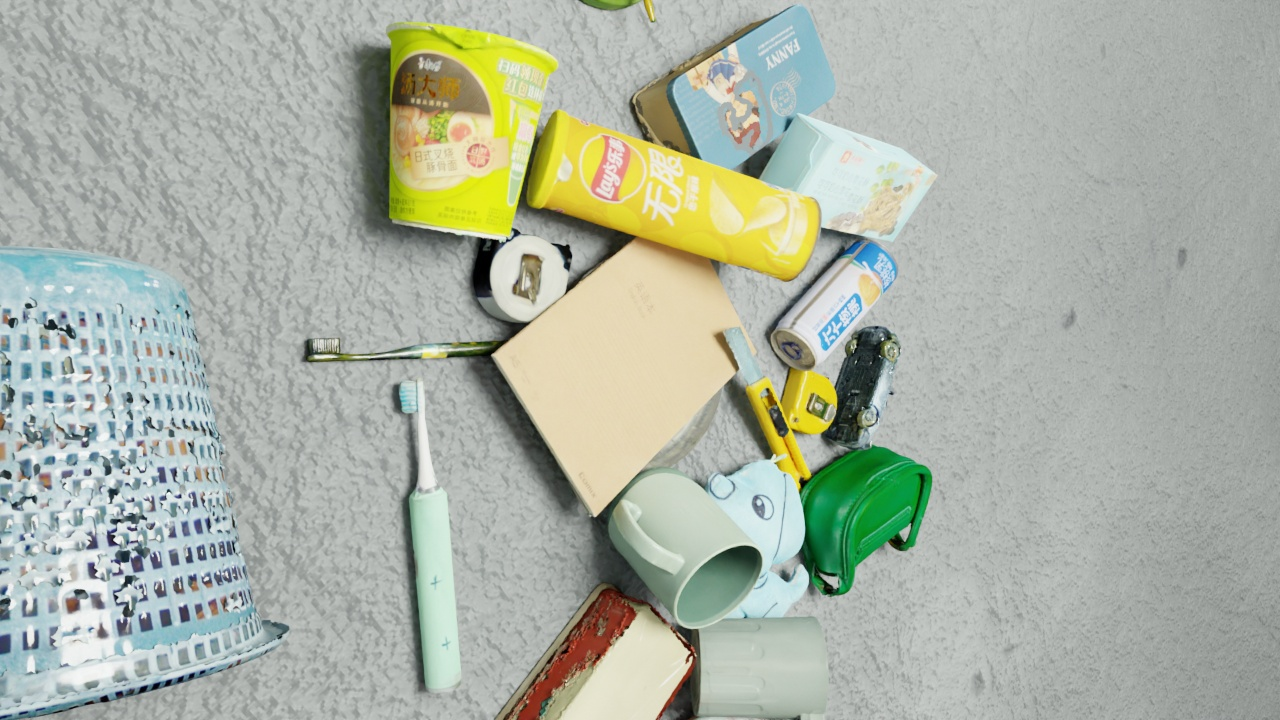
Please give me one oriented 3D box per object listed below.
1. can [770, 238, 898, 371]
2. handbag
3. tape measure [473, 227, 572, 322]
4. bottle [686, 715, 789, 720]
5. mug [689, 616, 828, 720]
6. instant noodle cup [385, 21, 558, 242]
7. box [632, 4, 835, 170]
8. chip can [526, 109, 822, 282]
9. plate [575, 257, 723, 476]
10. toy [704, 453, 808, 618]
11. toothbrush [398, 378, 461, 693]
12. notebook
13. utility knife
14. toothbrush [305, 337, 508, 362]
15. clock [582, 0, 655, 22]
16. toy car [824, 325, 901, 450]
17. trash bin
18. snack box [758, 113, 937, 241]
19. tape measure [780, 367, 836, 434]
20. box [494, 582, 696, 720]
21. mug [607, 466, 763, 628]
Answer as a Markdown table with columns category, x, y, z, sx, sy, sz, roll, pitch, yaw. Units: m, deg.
| category | x | y | z | sx | sy | sz | roll | pitch | yaw |
| --- | --- | --- | --- | --- | --- | --- | --- | --- | --- |
| can | 0.178 | -0.051 | 0.839 | 0.134 | 0.053 | 0.053 | -45 | 116 | -24 |
| handbag | 0.212 | 0.149 | 0.862 | 0.131 | 0.068 | 0.120 | -27 | 121 | -33 |
| tape measure | -0.087 | -0.060 | 0.668 | 0.065 | 0.034 | 0.066 | 12 | 86 | -33 |
| bottle | 0.035 | 0.337 | 0.760 | 0.196 | 0.068 | 0.068 | -13 | 100 | -31 |
| mug | 0.096 | 0.271 | 0.751 | 0.103 | 0.084 | 0.123 | 2 | 54 | -3 |
| instant noodle cup | -0.117 | -0.144 | 0.603 | 0.111 | 0.112 | 0.123 | 4 | 98 | -35 |
| box | 0.084 | -0.222 | 0.760 | 0.183 | 0.061 | 0.090 | -40 | 115 | -24 |
| chip can | 0.026 | -0.120 | 0.685 | 0.213 | 0.072 | 0.072 | 14 | 85 | -18 |
| plate | -0.004 | 0.004 | 0.734 | 0.179 | 0.024 | 0.179 | -2 | 93 | -38 |
| toy | 0.103 | 0.158 | 0.805 | 0.161 | 0.050 | 0.156 | 29 | 81 | -34 |
| toothbrush | -0.147 | 0.124 | 0.643 | 0.027 | 0.026 | 0.224 | -5 | 96 | -12 |
| notebook | -0.003 | -0.005 | 0.711 | 0.210 | 0.012 | 0.149 | -43 | 116 | -30 |
| utility knife | 0.114 | 0.051 | 0.803 | 0.033 | 0.015 | 0.215 | -48 | 128 | -27 |
| toothbrush | -0.141 | -0.010 | 0.648 | 0.185 | 0.012 | 0.017 | -3 | 84 | -34 |
| clock | -0.027 | -0.338 | 0.677 | 0.161 | 0.056 | 0.116 | 39 | 71 | -30 |
| toy car | 0.212 | 0.026 | 0.868 | 0.036 | 0.054 | 0.120 | 25 | 78 | -30 |
| trash bin | -0.295 | 0.056 | 0.442 | 0.226 | 0.227 | 0.195 | -1 | 81 | -35 |
| snack box | 0.182 | -0.156 | 0.802 | 0.174 | 0.051 | 0.074 | 1 | 129 | -45 |
| tape measure | 0.157 | 0.040 | 0.846 | 0.057 | 0.029 | 0.060 | 22 | 81 | -34 |
| box | -0.036 | 0.264 | 0.699 | 0.168 | 0.077 | 0.091 | -51 | 119 | -22 |
| mug | 0.022 | 0.135 | 0.697 | 0.111 | 0.106 | 0.082 | 26 | 104 | -47 |
